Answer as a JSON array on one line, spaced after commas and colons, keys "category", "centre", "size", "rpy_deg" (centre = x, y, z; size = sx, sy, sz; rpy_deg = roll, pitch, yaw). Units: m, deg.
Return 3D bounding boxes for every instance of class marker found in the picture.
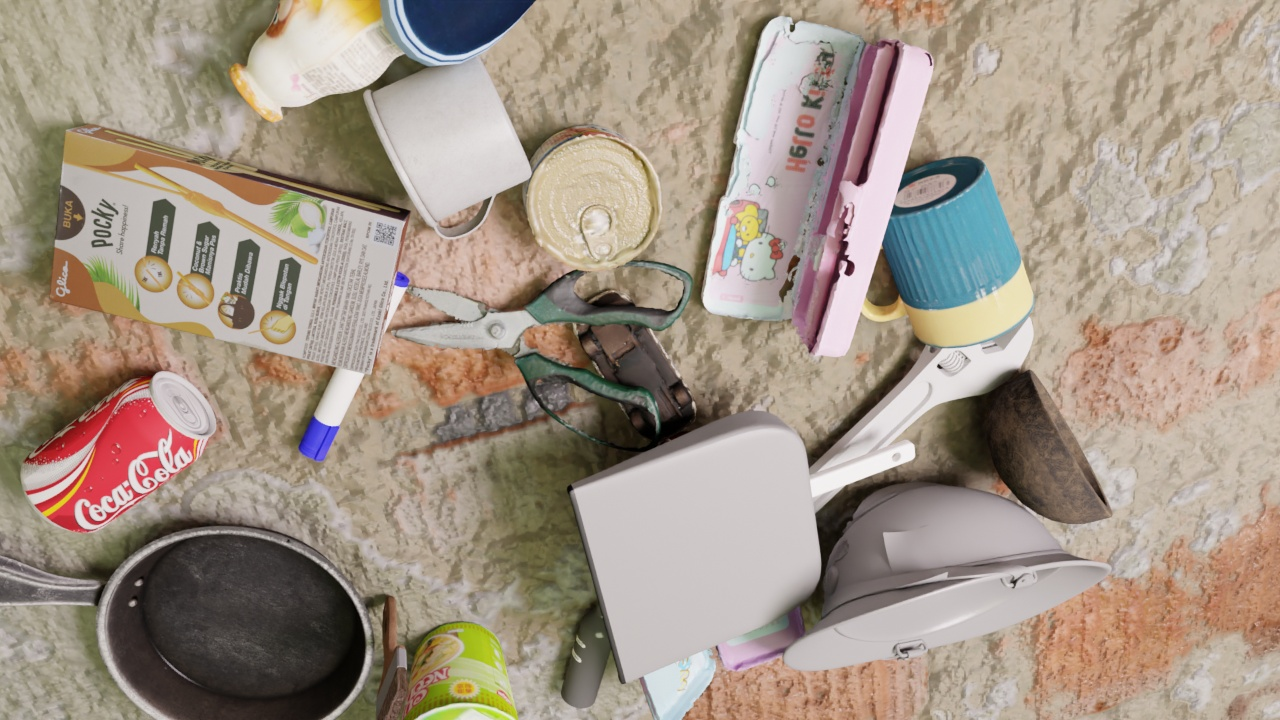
[{"category": "marker", "centre": [-0.191, 0.004, 0.611], "size": [0.020, 0.020, 0.142], "rpy_deg": [24, 107, -21]}]

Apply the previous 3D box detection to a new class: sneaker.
[{"category": "sneaker", "centre": [-0.040, -0.251, 0.455], "size": [0.083, 0.098, 0.241], "rpy_deg": [40, 88, -33]}]

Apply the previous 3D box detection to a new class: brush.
[{"category": "brush", "centre": [-0.174, 0.204, 0.636], "size": [0.008, 0.143, 0.045], "rpy_deg": [19, 100, -21]}]

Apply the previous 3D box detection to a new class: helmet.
[{"category": "helmet", "centre": [0.219, 0.150, 0.713], "size": [0.270, 0.117, 0.184], "rpy_deg": [-4, 147, -20]}]

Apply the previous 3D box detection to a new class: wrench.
[{"category": "wrench", "centre": [0.190, 0.058, 0.713], "size": [0.086, 0.018, 0.274], "rpy_deg": [32, 108, -36]}]

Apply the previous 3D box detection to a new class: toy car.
[{"category": "toy car", "centre": [-0.004, 0.004, 0.643], "size": [0.048, 0.040, 0.113], "rpy_deg": [-31, 98, 4]}]

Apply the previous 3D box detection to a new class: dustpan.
[{"category": "dustpan", "centre": [0.086, 0.109, 0.642], "size": [0.257, 0.033, 0.163], "rpy_deg": [-18, 116, -12]}]

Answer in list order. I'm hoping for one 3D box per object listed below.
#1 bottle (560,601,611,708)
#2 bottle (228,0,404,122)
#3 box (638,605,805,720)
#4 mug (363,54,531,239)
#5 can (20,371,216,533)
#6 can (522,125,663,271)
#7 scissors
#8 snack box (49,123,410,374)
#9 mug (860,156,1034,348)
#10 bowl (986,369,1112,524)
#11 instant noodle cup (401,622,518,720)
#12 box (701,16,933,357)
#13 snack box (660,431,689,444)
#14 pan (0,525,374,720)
[{"category": "bottle", "centre": [-0.037, 0.226, 0.738], "size": [0.030, 0.030, 0.113], "rpy_deg": [9, 112, -16]}, {"category": "bottle", "centre": [-0.174, -0.178, 0.508], "size": [0.109, 0.063, 0.063], "rpy_deg": [-34, 116, 4]}, {"category": "box", "centre": [0.043, 0.159, 0.677], "size": [0.149, 0.049, 0.214], "rpy_deg": [-27, 118, -22]}, {"category": "mug", "centre": [-0.108, -0.121, 0.545], "size": [0.070, 0.084, 0.113], "rpy_deg": [-25, 146, -3]}, {"category": "can", "centre": [-0.329, 0.057, 0.582], "size": [0.105, 0.064, 0.064], "rpy_deg": [-35, 116, 5]}, {"category": "can", "centre": [-0.031, -0.103, 0.583], "size": [0.086, 0.043, 0.086], "rpy_deg": [-4, 115, -10]}, {"category": "scissors", "centre": [-0.067, 0.005, 0.615], "size": [0.209, 0.015, 0.147], "rpy_deg": [-3, 101, 0]}, {"category": "snack box", "centre": [-0.243, -0.064, 0.551], "size": [0.186, 0.031, 0.101], "rpy_deg": [14, 109, -11]}, {"category": "mug", "centre": [0.198, -0.069, 0.632], "size": [0.114, 0.083, 0.107], "rpy_deg": [-17, 119, 27]}, {"category": "bowl", "centre": [0.300, 0.073, 0.697], "size": [0.056, 0.121, 0.121], "rpy_deg": [-31, 118, 24]}, {"category": "instant noodle cup", "centre": [-0.136, 0.258, 0.688], "size": [0.099, 0.108, 0.099], "rpy_deg": [-5, 115, -10]}, {"category": "box", "centre": [0.104, -0.110, 0.592], "size": [0.102, 0.086, 0.202], "rpy_deg": [11, 112, -3]}, {"category": "snack box", "centre": [0.042, 0.124, 0.707], "size": [0.051, 0.031, 0.141], "rpy_deg": [-4, 115, -10]}, {"category": "pan", "centre": [-0.361, 0.166, 0.632], "size": [0.356, 0.055, 0.187], "rpy_deg": [21, 108, -12]}]
